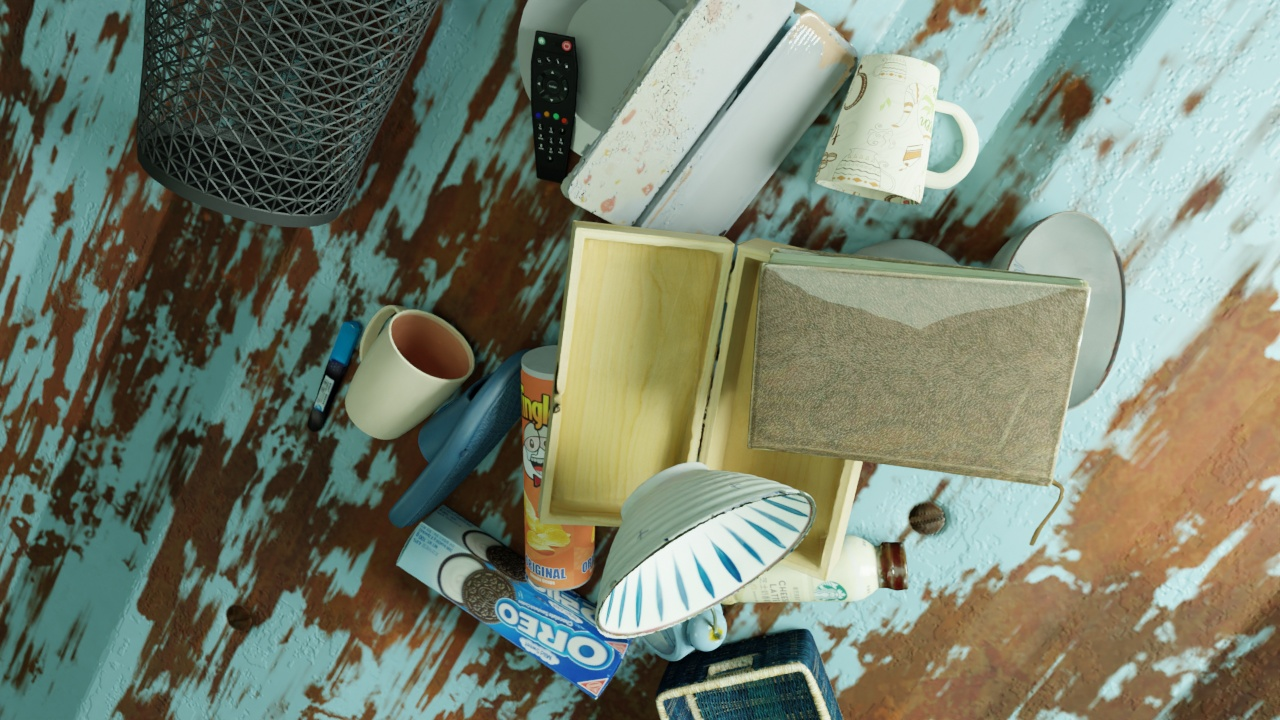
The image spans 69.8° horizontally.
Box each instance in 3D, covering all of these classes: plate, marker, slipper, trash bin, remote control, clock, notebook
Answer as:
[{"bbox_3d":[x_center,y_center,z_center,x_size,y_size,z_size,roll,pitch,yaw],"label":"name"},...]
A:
[{"bbox_3d":[-0.014,-0.238,0.731,0.173,0.019,0.173,10,127,14],"label":"plate"},{"bbox_3d":[-0.293,0.016,0.876,0.018,0.015,0.123,30,110,8],"label":"marker"},{"bbox_3d":[-0.165,0.068,0.814,0.059,0.103,0.214,42,112,4],"label":"slipper"},{"bbox_3d":[-0.283,-0.252,0.722,0.217,0.216,0.244,29,113,5],"label":"trash bin"},{"bbox_3d":[-0.071,-0.206,0.754,0.039,0.010,0.125,14,128,11],"label":"remote control"},{"bbox_3d":[0.032,0.211,0.793,0.088,0.051,0.125,60,148,8],"label":"clock"},{"bbox_3d":[0.185,0.025,0.636,0.215,0.034,0.190,6,110,11],"label":"notebook"}]

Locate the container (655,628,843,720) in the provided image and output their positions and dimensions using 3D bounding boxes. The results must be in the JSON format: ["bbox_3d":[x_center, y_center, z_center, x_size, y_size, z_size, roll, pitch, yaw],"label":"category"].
[{"bbox_3d":[0.113,0.350,0.826,0.145,0.071,0.187,-18,97,16],"label":"container"}]

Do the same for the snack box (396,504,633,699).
[{"bbox_3d":[-0.116,0.223,0.859,0.226,0.059,0.059,33,103,4],"label":"snack box"}]

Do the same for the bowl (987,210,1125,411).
[{"bbox_3d":[0.295,-0.037,0.687,0.057,0.150,0.151,10,110,57],"label":"bowl"}]

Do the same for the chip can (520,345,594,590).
[{"bbox_3d":[-0.070,0.095,0.797,0.062,0.062,0.211,7,114,11],"label":"chip can"}]

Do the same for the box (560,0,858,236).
[{"bbox_3d":[0.051,-0.184,0.698,0.148,0.042,0.217,28,111,-33],"label":"box"}]

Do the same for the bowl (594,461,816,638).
[{"bbox_3d":[0.033,0.123,0.666,0.177,0.177,0.071,-43,57,18],"label":"bowl"}]

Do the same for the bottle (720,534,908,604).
[{"bbox_3d":[0.145,0.179,0.788,0.162,0.056,0.056,-5,101,14],"label":"bottle"}]

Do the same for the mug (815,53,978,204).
[{"bbox_3d":[0.203,-0.171,0.697,0.122,0.081,0.097,12,98,-11],"label":"mug"}]

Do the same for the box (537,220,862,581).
[{"bbox_3d":[0.056,0.029,0.719,0.261,0.096,0.248,9,110,0],"label":"box"}]

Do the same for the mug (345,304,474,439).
[{"bbox_3d":[-0.219,0.006,0.828,0.105,0.085,0.111,-45,62,29],"label":"mug"}]

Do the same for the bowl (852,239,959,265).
[{"bbox_3d":[0.203,-0.027,0.725,0.132,0.064,0.132,3,103,12],"label":"bowl"}]
